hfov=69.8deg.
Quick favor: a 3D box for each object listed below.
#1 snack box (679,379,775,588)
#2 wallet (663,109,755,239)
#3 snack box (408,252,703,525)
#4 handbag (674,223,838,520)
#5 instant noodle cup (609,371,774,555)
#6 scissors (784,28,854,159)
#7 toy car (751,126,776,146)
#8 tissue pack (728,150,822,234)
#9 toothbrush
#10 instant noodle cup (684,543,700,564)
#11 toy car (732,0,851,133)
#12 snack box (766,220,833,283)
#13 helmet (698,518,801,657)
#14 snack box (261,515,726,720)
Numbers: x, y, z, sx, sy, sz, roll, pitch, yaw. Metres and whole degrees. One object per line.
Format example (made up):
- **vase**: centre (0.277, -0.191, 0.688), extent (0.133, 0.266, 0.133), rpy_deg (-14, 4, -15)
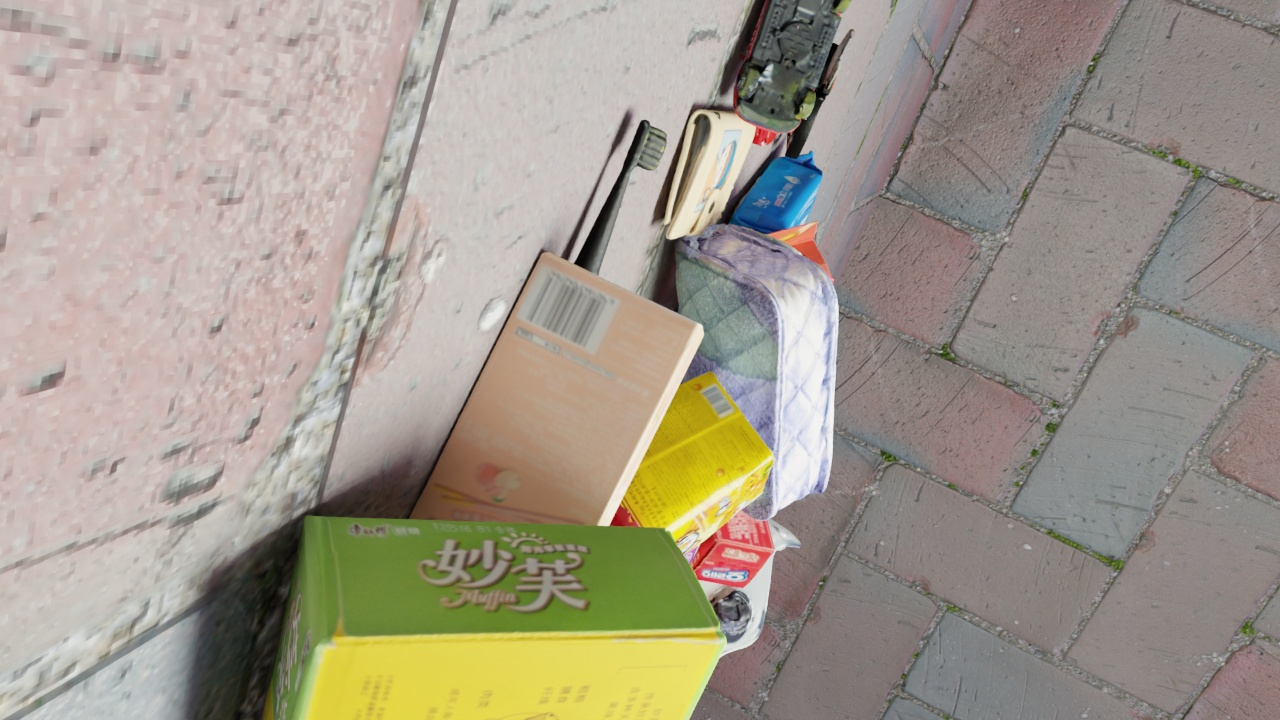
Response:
- **snack box**: centre (0.061, 0.093, 0.793), extent (0.207, 0.058, 0.057), rpy_deg (-98, -150, -47)
- **wallet**: centre (0.045, -0.125, 0.616), extent (0.115, 0.024, 0.087), rpy_deg (-38, 146, -66)
- **snack box**: centre (-0.042, 0.036, 0.436), extent (0.157, 0.084, 0.026), rpy_deg (-63, 171, -1)
- **handbag**: centre (0.080, 0.009, 0.668), extent (0.075, 0.134, 0.194), rpy_deg (-19, 123, -28)
- **instant noodle cup**: centre (0.013, 0.078, 0.603), extent (0.123, 0.116, 0.116), rpy_deg (-30, 157, -14)
- **scissors**: centre (0.148, -0.236, 0.731), extent (0.234, 0.022, 0.162), rpy_deg (105, 5, -72)
- **toy car**: centre (0.110, -0.208, 0.698), extent (0.106, 0.031, 0.049), rpy_deg (-58, 168, -34)
- **tissue pack**: centre (0.114, -0.122, 0.831), extent (0.156, 0.052, 0.095), rpy_deg (-52, 165, -42)
- **toothbrush**: centre (-0.037, -0.022, 0.471), extent (0.213, 0.027, 0.026), rpy_deg (-65, -155, 6)
- **instant noodle cup**: centre (0.001, 0.128, 0.703), extent (0.099, 0.111, 0.111), rpy_deg (-58, 169, 13)
- **toy car**: centre (0.097, -0.207, 0.589), extent (0.045, 0.053, 0.120), rpy_deg (-127, -124, -76)
- **snack box**: centre (0.094, -0.050, 0.763), extent (0.113, 0.044, 0.127), rpy_deg (-16, 155, -8)
- **helmet**: centre (0.010, 0.217, 0.843), extent (0.257, 0.146, 0.230), rpy_deg (-49, 179, -34)
- **snack box**: centre (-0.076, 0.167, 0.386), extent (0.070, 0.157, 0.210), rpy_deg (57, -47, 53)
